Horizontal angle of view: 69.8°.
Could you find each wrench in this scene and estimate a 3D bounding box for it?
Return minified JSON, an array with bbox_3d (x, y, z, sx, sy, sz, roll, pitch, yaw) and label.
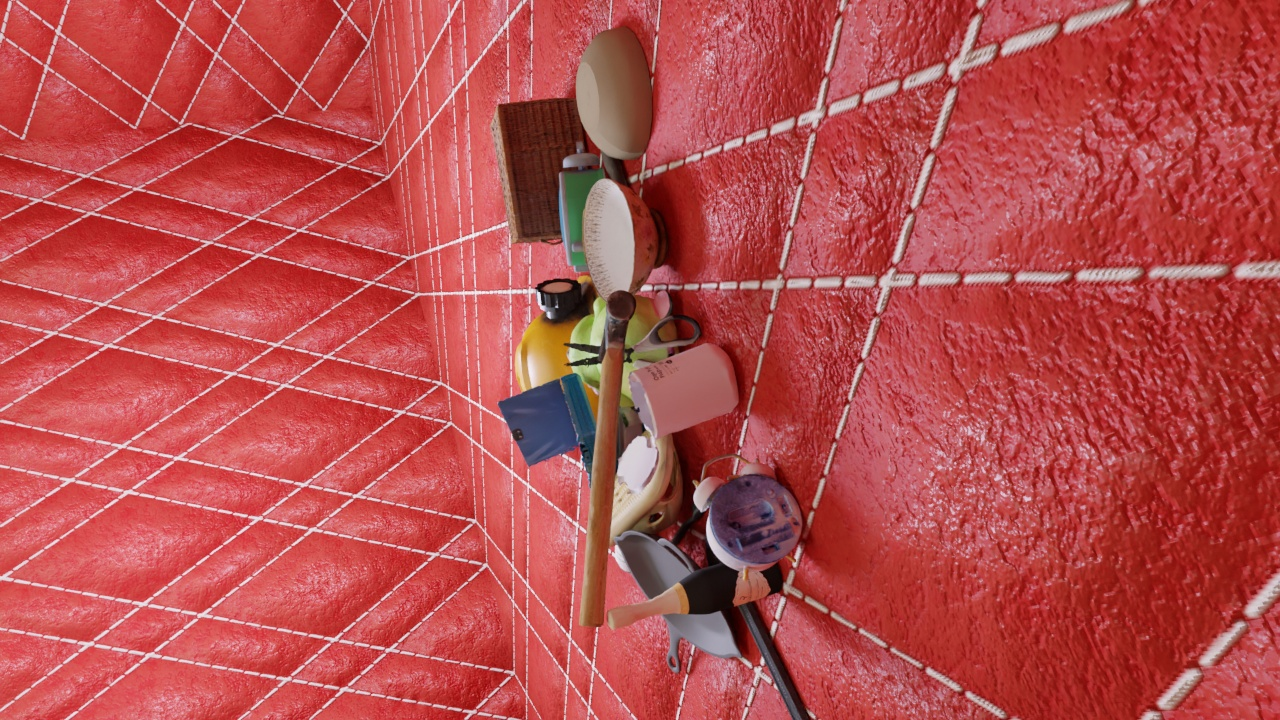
[{"bbox_3d":[0.132,0.304,1.009,0.073,0.018,0.273,104,147,-51],"label":"wrench"}]

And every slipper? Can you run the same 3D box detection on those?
[{"bbox_3d":[0.010,0.169,1.173,0.262,0.079,0.111,124,155,-53],"label":"slipper"}]

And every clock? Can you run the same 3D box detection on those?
[{"bbox_3d":[0.103,0.146,0.894,0.052,0.088,0.125,101,151,-61],"label":"clock"},{"bbox_3d":[-0.068,-0.203,1.182,0.122,0.075,0.161,98,166,-75],"label":"clock"}]

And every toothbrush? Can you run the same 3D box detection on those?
[{"bbox_3d":[-0.036,-0.247,1.147,0.022,0.024,0.185,-30,68,32],"label":"toothbrush"},{"bbox_3d":[0.057,0.214,1.169,0.168,0.012,0.013,112,150,-57],"label":"toothbrush"}]

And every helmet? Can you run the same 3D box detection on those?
[{"bbox_3d":[-0.118,0.009,1.363,0.205,0.131,0.256,-135,37,-57],"label":"helmet"}]

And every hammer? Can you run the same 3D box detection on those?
[{"bbox_3d":[-0.037,0.103,0.945,0.132,0.033,0.330,121,154,-78],"label":"hammer"}]

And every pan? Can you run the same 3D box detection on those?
[{"bbox_3d":[0.051,0.321,1.171,0.216,0.024,0.355,38,150,28],"label":"pan"}]

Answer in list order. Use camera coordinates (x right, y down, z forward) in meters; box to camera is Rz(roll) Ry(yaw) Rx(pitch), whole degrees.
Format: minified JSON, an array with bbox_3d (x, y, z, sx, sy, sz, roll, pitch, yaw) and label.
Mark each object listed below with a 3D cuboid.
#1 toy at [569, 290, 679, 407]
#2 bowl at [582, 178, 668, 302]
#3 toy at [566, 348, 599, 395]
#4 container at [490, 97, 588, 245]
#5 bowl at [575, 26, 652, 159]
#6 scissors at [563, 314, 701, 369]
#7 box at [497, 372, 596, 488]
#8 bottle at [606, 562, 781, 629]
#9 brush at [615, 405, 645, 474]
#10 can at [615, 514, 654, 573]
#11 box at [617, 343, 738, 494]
[{"bbox_3d":[-0.022,-0.012,1.119,0.197,0.107,0.150,162,102,-69],"label":"toy"},{"bbox_3d":[-0.011,-0.139,1.068,0.145,0.063,0.145,-9,90,65],"label":"bowl"},{"bbox_3d":[-0.054,0.002,1.249,0.053,0.098,0.096,20,133,42],"label":"toy"},{"bbox_3d":[-0.140,-0.261,1.291,0.113,0.113,0.198,-170,71,-74],"label":"container"},{"bbox_3d":[-0.039,-0.310,1.076,0.152,0.050,0.152,168,90,-71],"label":"bowl"},{"bbox_3d":[-0.003,-0.013,1.034,0.150,0.165,0.012,-56,-8,16],"label":"scissors"},{"bbox_3d":[-0.108,0.116,1.206,0.232,0.112,0.094,84,167,-64],"label":"box"},{"bbox_3d":[0.053,0.239,0.934,0.045,0.184,0.045,168,90,-71],"label":"bottle"},{"bbox_3d":[-0.018,0.120,1.257,0.075,0.055,0.136,-119,24,-55],"label":"brush"},{"bbox_3d":[-0.009,0.251,1.308,0.055,0.054,0.102,-127,32,-51],"label":"can"},{"bbox_3d":[0.032,0.063,0.969,0.084,0.146,0.136,-126,21,-55],"label":"box"}]
